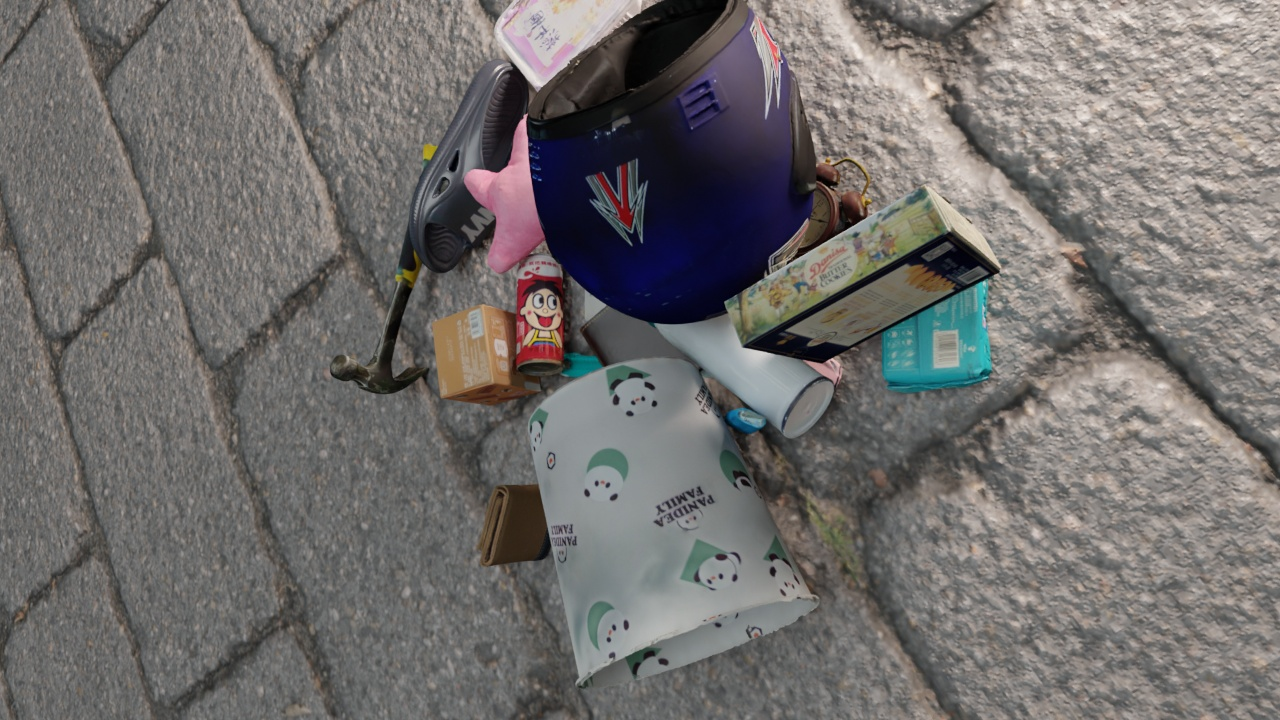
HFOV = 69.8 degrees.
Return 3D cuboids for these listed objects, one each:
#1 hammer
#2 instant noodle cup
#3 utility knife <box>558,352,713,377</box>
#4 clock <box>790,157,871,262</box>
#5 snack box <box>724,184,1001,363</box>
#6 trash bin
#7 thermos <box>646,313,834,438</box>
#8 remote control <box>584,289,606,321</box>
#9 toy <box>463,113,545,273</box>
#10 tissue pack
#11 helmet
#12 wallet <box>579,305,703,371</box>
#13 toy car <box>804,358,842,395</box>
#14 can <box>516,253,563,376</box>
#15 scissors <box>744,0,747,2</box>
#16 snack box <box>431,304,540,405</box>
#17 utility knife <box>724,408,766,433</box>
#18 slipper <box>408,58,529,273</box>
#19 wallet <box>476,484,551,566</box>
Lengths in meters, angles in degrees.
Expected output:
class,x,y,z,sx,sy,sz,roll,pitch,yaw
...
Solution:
class,x,y,z,sx,sy,sz,roll,pitch,yaw
hammer,-0.289,-0.114,1.147,0.032,0.126,0.322,4,75,32
instant noodle cup,-0.076,-0.404,1.084,0.174,0.060,0.138,-44,64,18
utility knife,-0.006,0.006,1.010,0.224,0.013,0.029,1,83,29
clock,0.175,-0.145,0.905,0.122,0.055,0.082,-45,62,20
snack box,0.187,-0.061,0.757,0.183,0.177,0.045,-29,71,26
trash bin,0.014,0.149,0.868,0.230,0.229,0.251,-31,63,22
thermos,0.082,-0.015,0.895,0.224,0.073,0.073,40,102,32
remote control,-0.036,-0.117,1.041,0.058,0.021,0.150,-5,81,29
toy,-0.101,-0.200,1.031,0.195,0.074,0.178,-15,81,11
tissue pack,0.269,-0.039,0.839,0.093,0.050,0.133,-4,80,32
helmet,0.039,-0.171,0.826,0.248,0.240,0.314,-13,32,25
wallet,0.000,-0.013,0.990,0.096,0.020,0.122,-39,72,17
toy car,0.142,-0.001,0.915,0.122,0.037,0.056,32,100,28
can,-0.115,-0.053,1.050,0.053,0.053,0.132,-11,70,28
scissors,0.093,-0.325,0.944,0.235,0.021,0.143,-46,71,12
snack box,-0.178,-0.004,1.062,0.077,0.094,0.092,-17,75,27
utility knife,0.099,0.054,0.844,0.034,0.194,0.018,25,86,4
slipper,-0.189,-0.227,1.096,0.083,0.110,0.268,24,91,27
wallet,-0.130,0.177,0.997,0.033,0.115,0.090,15,90,24
